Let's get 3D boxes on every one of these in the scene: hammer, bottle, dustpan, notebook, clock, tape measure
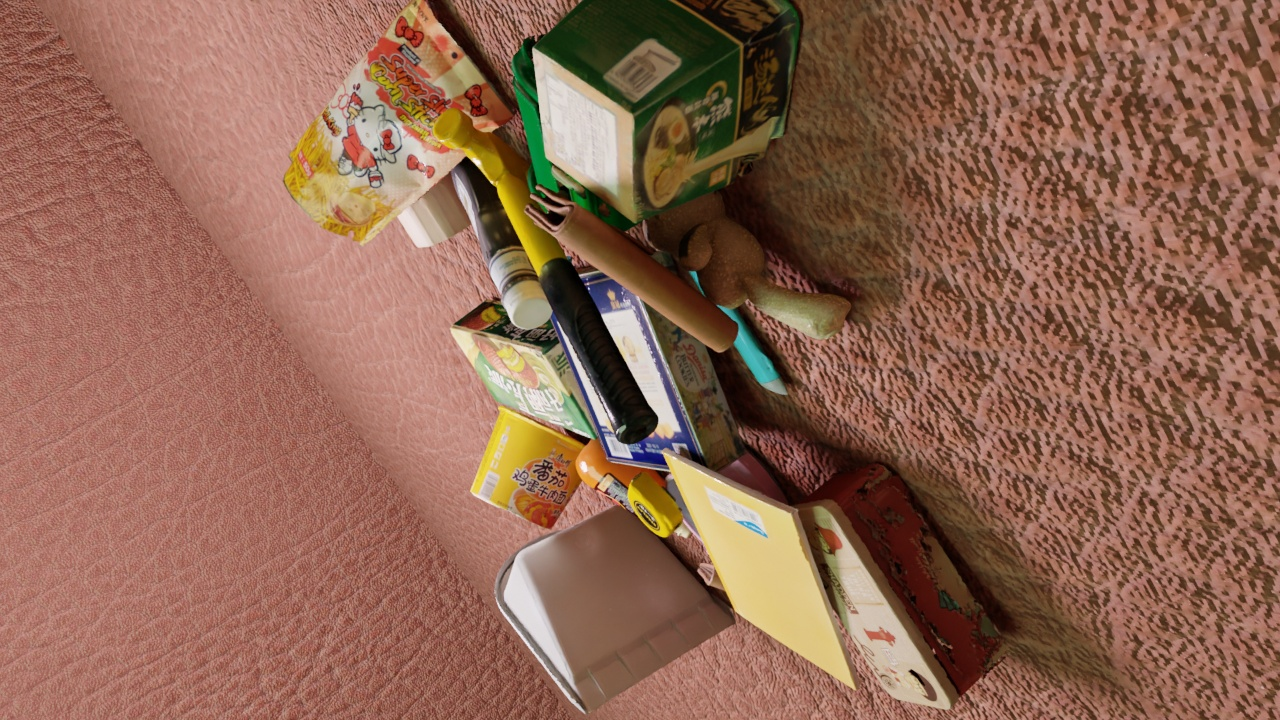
[{"bbox_3d":[-0.062,-0.065,0.686,0.128,0.033,0.300,27,-151,-54],"label":"hammer"},{"bbox_3d":[0.000,0.141,1.007,0.149,0.066,0.067,39,155,11],"label":"bottle"},{"bbox_3d":[-0.057,0.294,1.140,0.257,0.222,0.143,53,147,25],"label":"dustpan"},{"bbox_3d":[-0.120,-0.105,0.789,0.080,0.044,0.194,83,165,-50],"label":"bottle"},{"bbox_3d":[0.097,0.168,0.738,0.146,0.010,0.206,21,143,49],"label":"notebook"},{"bbox_3d":[0.086,0.143,0.847,0.158,0.059,0.117,58,157,-18],"label":"clock"},{"bbox_3d":[0.016,0.135,0.854,0.060,0.028,0.057,45,157,17],"label":"tape measure"}]

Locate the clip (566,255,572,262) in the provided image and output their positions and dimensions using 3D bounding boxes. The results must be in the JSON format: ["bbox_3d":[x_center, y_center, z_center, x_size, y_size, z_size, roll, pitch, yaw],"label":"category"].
[{"bbox_3d":[-0.081,-0.075,0.795,0.047,0.014,0.057,17,136,-24],"label":"clip"}]

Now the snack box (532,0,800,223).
[{"bbox_3d":[0.006,-0.149,0.510,0.118,0.105,0.118,38,153,25],"label":"snack box"}]

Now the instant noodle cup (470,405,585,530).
[{"bbox_3d":[-0.131,0.132,1.100,0.138,0.109,0.138,25,171,4],"label":"instant noodle cup"}]

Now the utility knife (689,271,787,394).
[{"bbox_3d":[0.065,-0.037,0.684,0.151,0.013,0.029,57,153,-8],"label":"utility knife"}]

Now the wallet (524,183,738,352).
[{"bbox_3d":[-0.011,-0.060,0.577,0.130,0.035,0.119,34,-172,-26],"label":"wallet"}]

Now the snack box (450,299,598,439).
[{"bbox_3d":[-0.112,0.003,0.996,0.240,0.063,0.114,14,138,54],"label":"snack box"}]

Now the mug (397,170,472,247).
[{"bbox_3d":[-0.217,-0.182,0.915,0.103,0.084,0.124,62,179,-27],"label":"mug"}]

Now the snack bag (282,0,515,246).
[{"bbox_3d":[-0.215,-0.198,0.791,0.208,0.073,0.128,-35,94,28],"label":"snack bag"}]

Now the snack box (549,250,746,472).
[{"bbox_3d":[-0.005,0.005,0.789,0.178,0.045,0.182,-2,112,61],"label":"snack box"}]

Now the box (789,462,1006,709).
[{"bbox_3d":[0.190,0.160,0.677,0.168,0.080,0.091,57,158,2],"label":"box"}]

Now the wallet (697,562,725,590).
[{"bbox_3d":[0.109,0.221,0.892,0.101,0.020,0.115,20,171,-1],"label":"wallet"}]

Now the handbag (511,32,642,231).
[{"bbox_3d":[-0.042,-0.154,0.651,0.120,0.068,0.131,48,159,30],"label":"handbag"}]

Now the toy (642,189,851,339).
[{"bbox_3d":[0.066,-0.063,0.595,0.157,0.066,0.105,38,-164,21],"label":"toy"}]
